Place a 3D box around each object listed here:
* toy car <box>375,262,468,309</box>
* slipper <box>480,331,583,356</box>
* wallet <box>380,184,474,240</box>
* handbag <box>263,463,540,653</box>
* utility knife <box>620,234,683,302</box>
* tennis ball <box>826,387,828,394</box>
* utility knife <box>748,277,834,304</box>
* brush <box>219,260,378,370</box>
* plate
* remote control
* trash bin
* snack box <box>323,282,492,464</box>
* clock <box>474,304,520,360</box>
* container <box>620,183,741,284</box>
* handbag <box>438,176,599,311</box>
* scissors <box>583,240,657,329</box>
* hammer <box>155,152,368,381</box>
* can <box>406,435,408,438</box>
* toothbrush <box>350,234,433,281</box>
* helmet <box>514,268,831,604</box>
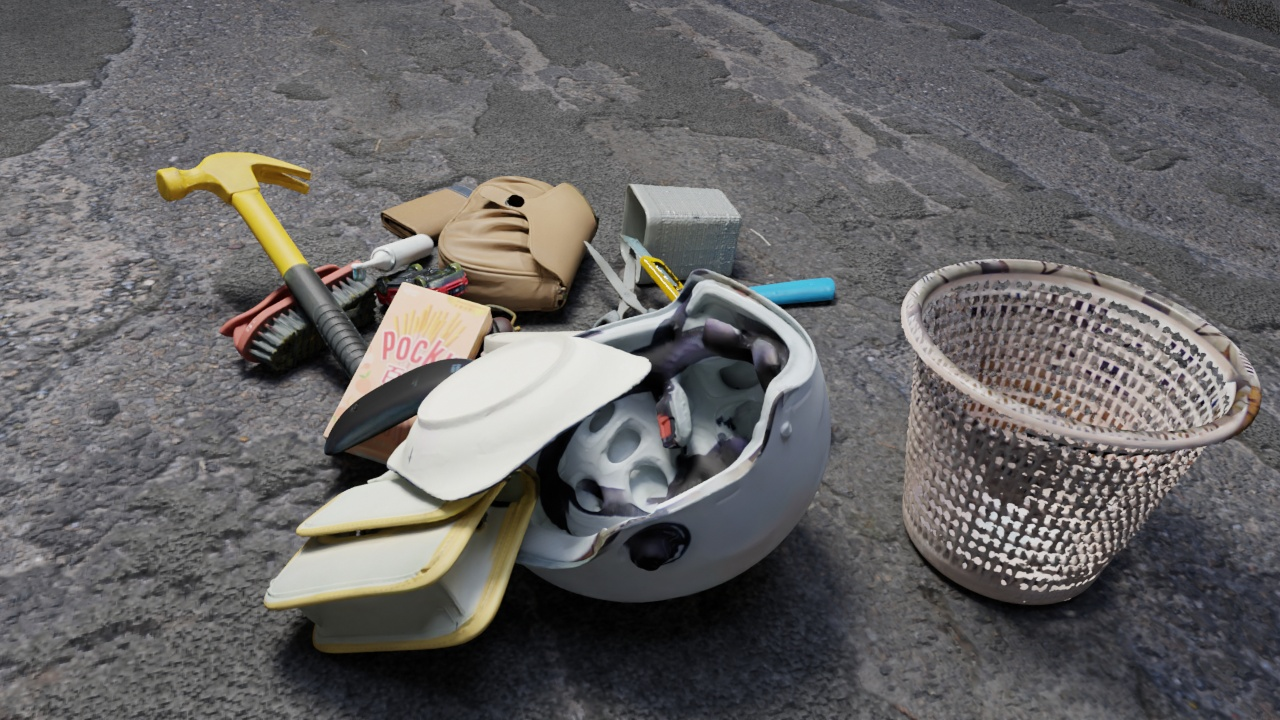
[{"bbox_3d":[-0.216,-0.070,0.908,0.121,0.045,0.052,3,25,46],"label":"toy car"},{"bbox_3d":[-0.005,0.005,0.822,0.274,0.054,0.114,1,9,-17],"label":"slipper"},{"bbox_3d":[-0.239,-0.174,1.097,0.115,0.033,0.090,-28,43,-36],"label":"wallet"},{"bbox_3d":[-0.146,0.097,0.603,0.164,0.063,0.178,-13,37,31],"label":"handbag"},{"bbox_3d":[0.038,-0.068,0.937,0.033,0.015,0.192,-9,52,-47],"label":"utility knife"},{"bbox_3d":[0.132,0.033,0.805,0.065,0.066,0.065,3,35,-2],"label":"tennis ball"},{"bbox_3d":[0.138,-0.070,0.999,0.161,0.018,0.034,-7,33,-13],"label":"utility knife"},{"bbox_3d":[-0.322,-0.044,0.872,0.069,0.063,0.145,33,44,16],"label":"brush"},{"bbox_3d":[-0.089,0.024,0.603,0.163,0.034,0.164,-35,22,-25],"label":"plate"},{"bbox_3d":[-0.189,0.031,0.704,0.136,0.024,0.053,-27,29,8],"label":"remote control"},{"bbox_3d":[0.286,0.060,0.669,0.227,0.192,0.227,3,34,-2],"label":"trash bin"},{"bbox_3d":[-0.193,0.012,0.773,0.084,0.026,0.157,16,63,7],"label":"snack box"},{"bbox_3d":[-0.166,-0.018,0.856,0.082,0.055,0.121,24,42,27],"label":"clock"},{"bbox_3d":[0.045,-0.144,1.035,0.114,0.090,0.090,-3,36,-16],"label":"container"},{"bbox_3d":[-0.131,-0.132,0.986,0.148,0.100,0.204,12,37,3],"label":"handbag"},{"bbox_3d":[-0.013,-0.060,0.933,0.178,0.014,0.159,34,50,16],"label":"scissors"},{"bbox_3d":[-0.311,-0.079,0.837,0.128,0.033,0.300,-26,71,-39],"label":"hammer"},{"bbox_3d":[-0.139,0.060,0.732,0.049,0.075,0.147,16,37,11],"label":"can"},{"bbox_3d":[-0.252,-0.105,0.931,0.027,0.026,0.220,-1,13,3],"label":"toothbrush"},{"bbox_3d":[0.021,0.075,0.651,0.259,0.146,0.229,-36,33,3],"label":"helmet"}]
